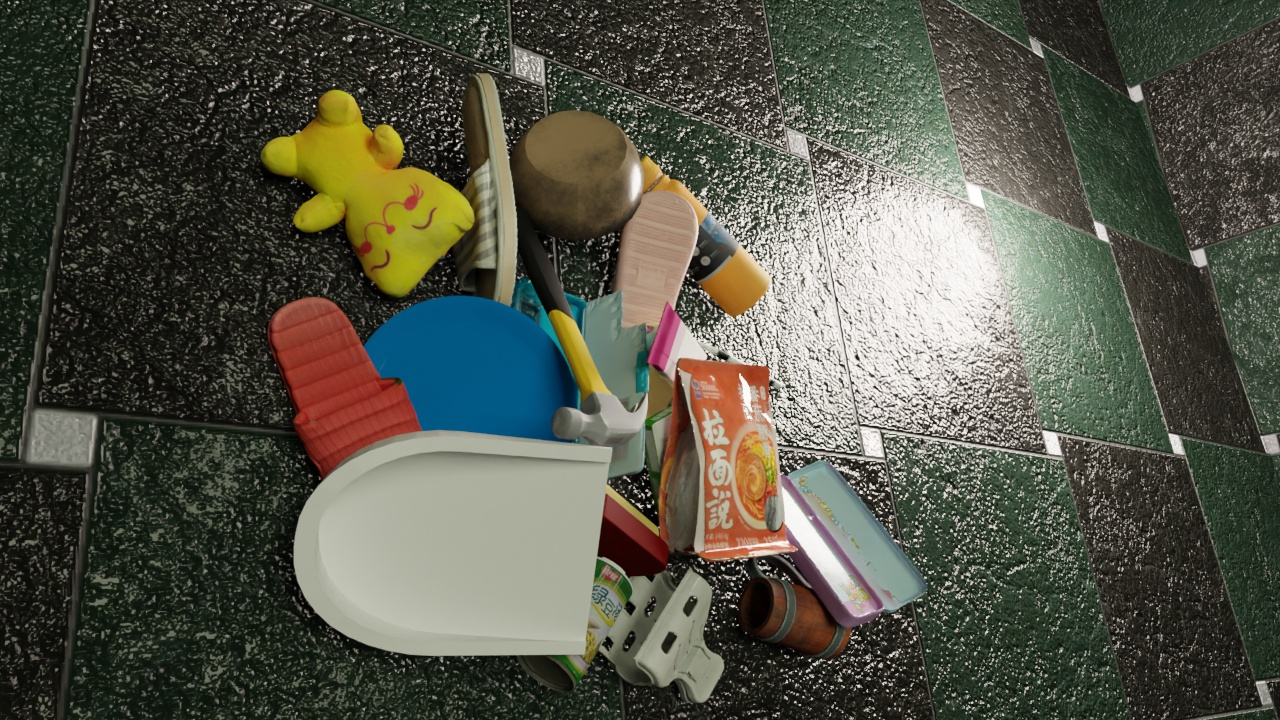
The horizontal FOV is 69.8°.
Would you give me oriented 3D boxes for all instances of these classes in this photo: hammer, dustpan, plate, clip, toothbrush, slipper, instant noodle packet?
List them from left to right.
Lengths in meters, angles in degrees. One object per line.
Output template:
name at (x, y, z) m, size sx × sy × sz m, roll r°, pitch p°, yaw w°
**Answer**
slipper at (-0.261, 0.048, 0.834) m, size 0.103 × 0.059 × 0.248 m, roll -28°, pitch 84°, yaw -25°
dustpan at (-0.160, 0.160, 0.795) m, size 0.257 × 0.053 × 0.191 m, roll 7°, pitch 93°, yaw -11°
plate at (-0.175, 0.047, 0.907) m, size 0.224 × 0.024 × 0.224 m, roll 4°, pitch 76°, yaw -15°
slipper at (-0.174, -0.177, 0.981) m, size 0.054 × 0.115 × 0.272 m, roll 2°, pitch 78°, yaw -31°
hammer at (-0.083, -0.045, 0.945) m, size 0.127 × 0.029 × 0.323 m, roll 13°, pitch 41°, yaw -44°
slipper at (0.004, -0.110, 1.125) m, size 0.093 × 0.082 × 0.197 m, roll 16°, pitch 84°, yaw -16°
clip at (0.038, 0.292, 0.962) m, size 0.151 × 0.106 × 0.126 m, roll 42°, pitch 52°, yaw -2°
instant noodle packet at (0.096, 0.111, 1.045) m, size 0.164 × 0.084 × 0.220 m, roll 6°, pitch 80°, yaw -42°
toothbrush at (0.117, -0.004, 1.200) m, size 0.186 × 0.017 × 0.012 m, roll 28°, pitch 58°, yaw -26°

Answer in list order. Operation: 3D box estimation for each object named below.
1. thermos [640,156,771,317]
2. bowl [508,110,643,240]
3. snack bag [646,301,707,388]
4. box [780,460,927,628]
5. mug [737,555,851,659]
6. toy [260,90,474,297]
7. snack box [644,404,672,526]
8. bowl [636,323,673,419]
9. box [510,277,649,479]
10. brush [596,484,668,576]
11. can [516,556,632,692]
thermos at (0.064, -0.162, 1.200) m, size 0.232 × 0.091 × 0.076 m, roll 44°, pitch 78°, yaw -14°
bowl at (-0.075, -0.223, 1.062) m, size 0.162 × 0.070 × 0.162 m, roll 2°, pitch 58°, yaw -4°
snack bag at (0.044, -0.003, 1.036) m, size 0.196 × 0.016 × 0.070 m, roll 45°, pitch 63°, yaw -67°
box at (0.237, 0.218, 1.119) m, size 0.151 × 0.041 × 0.214 m, roll -11°, pitch 50°, yaw -33°
mug at (0.176, 0.285, 1.082) m, size 0.111 × 0.082 × 0.117 m, roll 22°, pitch 40°, yaw -25°
toy at (-0.273, -0.165, 0.920) m, size 0.194 × 0.087 × 0.134 m, roll 44°, pitch 92°, yaw -9°
snack box at (0.072, 0.105, 1.077) m, size 0.167 × 0.027 × 0.132 m, roll -26°, pitch 111°, yaw -42°
bowl at (-0.006, 0.006, 1.052) m, size 0.074 × 0.118 × 0.117 m, roll 18°, pitch 46°, yaw 21°
box at (-0.073, 0.025, 0.995) m, size 0.168 × 0.087 × 0.226 m, roll 2°, pitch 64°, yaw 0°
brush at (-0.037, 0.167, 0.924) m, size 0.173 × 0.082 × 0.041 m, roll 48°, pitch 41°, yaw -45°
can at (-0.063, 0.256, 0.904) m, size 0.067 × 0.068 × 0.120 m, roll 46°, pitch 49°, yaw -12°
